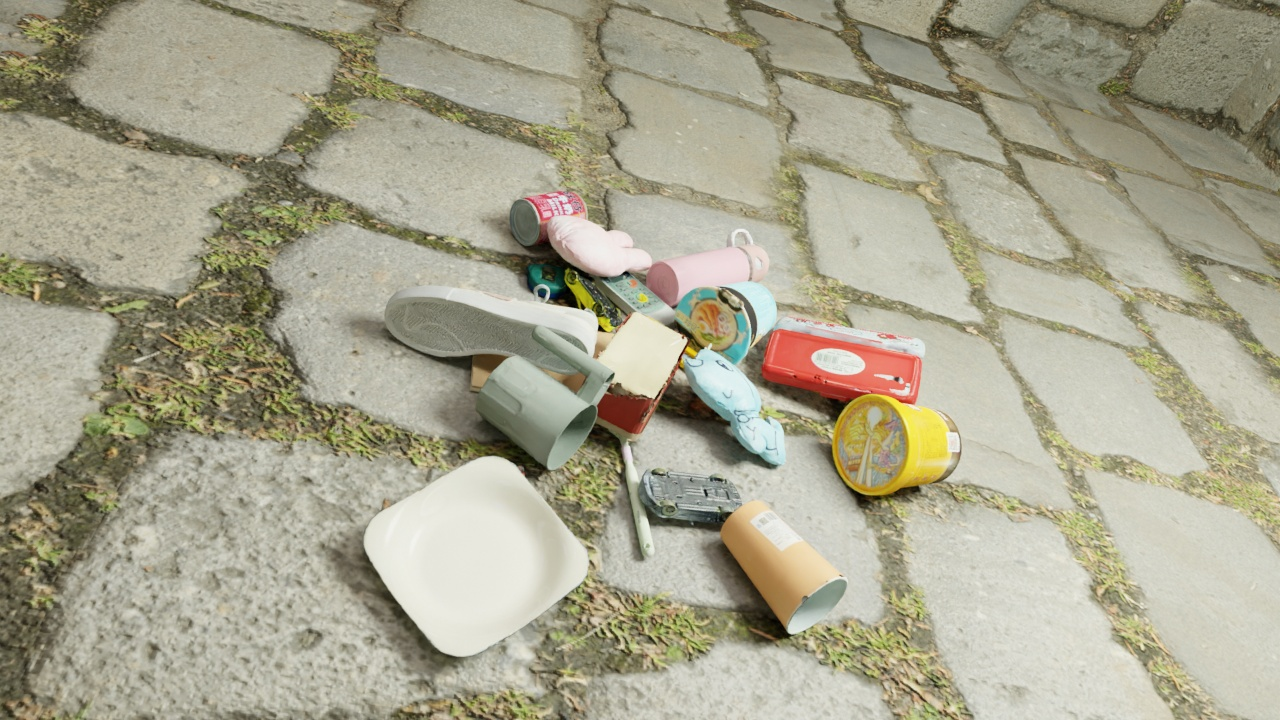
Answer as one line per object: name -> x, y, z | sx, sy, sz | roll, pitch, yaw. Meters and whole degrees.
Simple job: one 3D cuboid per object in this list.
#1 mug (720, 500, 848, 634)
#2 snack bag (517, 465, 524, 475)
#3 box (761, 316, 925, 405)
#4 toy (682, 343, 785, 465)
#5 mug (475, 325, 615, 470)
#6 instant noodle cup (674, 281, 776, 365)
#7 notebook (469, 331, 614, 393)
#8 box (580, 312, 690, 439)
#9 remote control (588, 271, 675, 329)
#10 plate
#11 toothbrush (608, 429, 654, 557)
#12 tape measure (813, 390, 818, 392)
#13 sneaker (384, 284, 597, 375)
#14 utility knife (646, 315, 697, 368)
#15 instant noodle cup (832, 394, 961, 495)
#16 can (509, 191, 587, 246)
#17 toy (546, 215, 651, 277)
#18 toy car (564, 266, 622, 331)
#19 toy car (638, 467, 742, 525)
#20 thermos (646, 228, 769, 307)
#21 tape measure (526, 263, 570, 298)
mug -> 0.139, 0.203, 0.927 | 0.078, 0.078, 0.123 | -12, 45, -37
snack bag -> -0.120, 0.149, 0.898 | 0.048, 0.026, 0.104 | -11, 47, -22
box -> 0.270, -0.011, 1.212 | 0.201, 0.065, 0.159 | 11, 40, 14
toy -> 0.114, 0.048, 1.093 | 0.161, 0.050, 0.156 | 25, 33, -41
mug -> -0.100, 0.037, 0.970 | 0.103, 0.124, 0.083 | 34, 5, 17
instant noodle cup -> 0.122, -0.056, 1.212 | 0.111, 0.111, 0.120 | 38, 33, 19
notebook -> -0.095, 0.001, 1.101 | 0.211, 0.012, 0.149 | 11, 38, -15
box -> -0.006, 0.006, 1.058 | 0.091, 0.078, 0.167 | 26, 32, 4
remote control -> -0.008, -0.085, 1.242 | 0.135, 0.019, 0.056 | 42, 41, 24
plate -> -0.148, 0.176, 0.825 | 0.163, 0.034, 0.164 | -29, 63, -32
toothbrush -> -0.008, 0.132, 0.980 | 0.029, 0.020, 0.189 | -14, 44, 0
tape measure -> 0.257, 0.021, 1.242 | 0.060, 0.029, 0.057 | 9, 39, -18
sneaker -> -0.165, -0.051, 1.042 | 0.242, 0.090, 0.090 | 11, 37, 4
utility knife -> 0.049, -0.014, 1.176 | 0.154, 0.015, 0.033 | 34, 75, 11
instant noodle cup -> 0.315, 0.102, 1.107 | 0.114, 0.119, 0.118 | 5, 40, -34
can -> -0.127, -0.200, 1.283 | 0.093, 0.067, 0.066 | -20, 55, -42
toy -> -0.055, -0.152, 1.239 | 0.159, 0.054, 0.121 | 2, 37, -47
toy car -> -0.065, -0.079, 1.188 | 0.105, 0.032, 0.048 | 53, 19, 22
toy car -> 0.053, 0.147, 0.976 | 0.120, 0.037, 0.054 | 12, 40, -25
thermos -> 0.099, -0.134, 1.307 | 0.198, 0.087, 0.067 | -18, 8, -38
tape measure -> -0.120, -0.106, 1.207 | 0.058, 0.025, 0.054 | 8, 39, -17
